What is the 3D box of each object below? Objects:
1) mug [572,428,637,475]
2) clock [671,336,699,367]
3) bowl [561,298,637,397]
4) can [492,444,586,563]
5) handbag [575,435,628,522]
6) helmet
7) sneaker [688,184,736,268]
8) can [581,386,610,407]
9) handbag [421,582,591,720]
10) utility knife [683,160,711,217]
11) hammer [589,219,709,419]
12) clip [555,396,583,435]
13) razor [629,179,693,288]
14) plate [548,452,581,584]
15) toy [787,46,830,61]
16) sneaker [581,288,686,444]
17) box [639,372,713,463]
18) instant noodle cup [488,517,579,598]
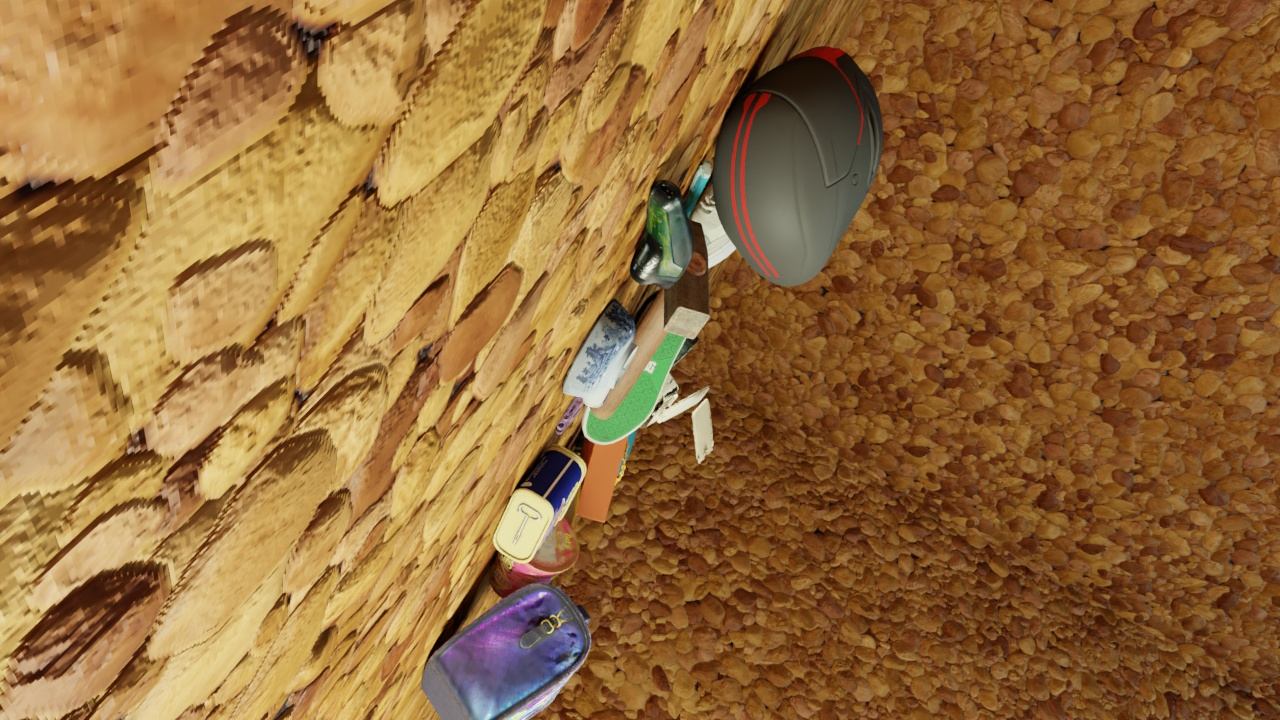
[{"bbox_3d":[-0.057,0.119,1.471,0.112,0.084,0.104,-4,-123,60],"label":"mug"},{"bbox_3d":[0.017,-0.009,1.466,0.158,0.073,0.121,-44,180,31],"label":"clock"},{"bbox_3d":[-0.034,-0.004,0.963,0.114,0.045,0.114,-60,176,-7],"label":"bowl"},{"bbox_3d":[-0.120,0.170,1.078,0.116,0.056,0.092,-63,175,34],"label":"can"},{"bbox_3d":[-0.057,0.144,1.327,0.109,0.060,0.171,163,-57,-71],"label":"handbag"},{"bbox_3d":[0.164,-0.215,1.029,0.169,0.164,0.265,-14,110,-41],"label":"helmet"},{"bbox_3d":[0.119,-0.224,1.179,0.242,0.089,0.090,-47,143,15],"label":"sneaker"},{"bbox_3d":[-0.043,0.014,1.085,0.032,0.032,0.095,-56,174,-50],"label":"can"},{"bbox_3d":[-0.158,0.388,1.183,0.221,0.125,0.205,-29,161,-29],"label":"handbag"},{"bbox_3d":[0.052,-0.175,1.082,0.152,0.015,0.022,118,-22,-51],"label":"utility knife"},{"bbox_3d":[0.002,-0.025,1.095,0.302,0.037,0.157,123,-24,-47],"label":"hammer"},{"bbox_3d":[-0.085,0.067,1.091,0.051,0.013,0.035,-55,173,-32],"label":"clip"},{"bbox_3d":[0.018,-0.115,0.849,0.067,0.054,0.151,-42,167,-12],"label":"razor"},{"bbox_3d":[-0.134,0.242,1.330,0.230,0.021,0.230,-163,-89,-76],"label":"plate"},{"bbox_3d":[0.225,-0.381,1.339,0.175,0.096,0.112,-46,171,-26],"label":"toy"},{"bbox_3d":[-0.007,0.008,1.242,0.236,0.084,0.079,-59,-162,18],"label":"sneaker"},{"bbox_3d":[0.059,0.056,1.351,0.106,0.193,0.144,-30,169,-23],"label":"box"},{"bbox_3d":[-0.146,0.262,1.202,0.109,0.097,0.097,-54,-179,38],"label":"instant noodle cup"}]
